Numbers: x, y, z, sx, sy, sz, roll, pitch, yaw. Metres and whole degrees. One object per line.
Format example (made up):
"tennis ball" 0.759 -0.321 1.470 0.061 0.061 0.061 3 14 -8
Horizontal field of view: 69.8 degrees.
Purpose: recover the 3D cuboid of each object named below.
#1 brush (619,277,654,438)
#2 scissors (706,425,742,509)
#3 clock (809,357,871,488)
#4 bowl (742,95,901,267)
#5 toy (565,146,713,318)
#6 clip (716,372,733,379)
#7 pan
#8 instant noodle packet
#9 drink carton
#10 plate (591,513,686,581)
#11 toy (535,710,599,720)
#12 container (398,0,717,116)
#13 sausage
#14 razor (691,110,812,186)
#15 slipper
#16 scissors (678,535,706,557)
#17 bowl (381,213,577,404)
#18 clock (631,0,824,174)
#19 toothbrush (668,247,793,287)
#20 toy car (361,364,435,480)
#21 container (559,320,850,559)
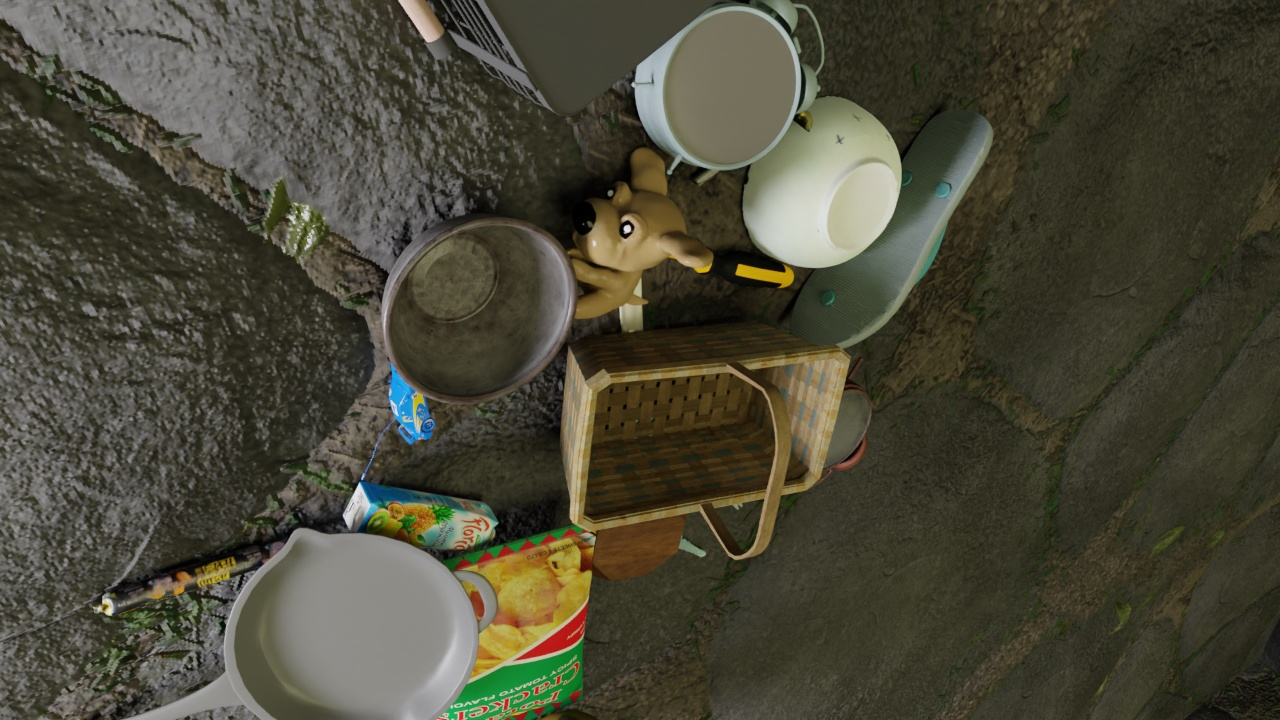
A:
"brush" -0.005 0.005 0.827 0.033 0.012 0.218 -20 127 -23
"scissors" 0.073 0.117 0.951 0.137 0.019 0.130 4 125 -29
"clock" 0.179 0.068 0.955 0.120 0.072 0.158 -21 128 -23
"bowl" 0.171 -0.147 0.807 0.153 0.073 0.154 -17 126 -25
"toy" -0.014 -0.085 0.703 0.105 0.134 0.108 7 134 -35
"clip" 0.094 -0.006 0.891 0.047 0.039 0.053 -14 124 -23
"pan" -0.286 0.243 0.732 0.354 0.024 0.216 -20 109 -5
"instant noodle packet" -0.135 0.266 0.851 0.195 0.090 0.253 -12 126 -26
"drink carton" -0.180 0.133 0.767 0.128 0.038 0.044 19 107 -41
"plate" -0.006 0.172 0.914 0.131 0.025 0.131 -13 126 -19
"toy" -0.090 0.437 0.926 0.204 0.162 0.198 -51 178 31
"container" -0.035 -0.279 0.532 0.241 0.130 0.163 -41 134 -6
"sausage" -0.327 0.160 0.694 0.155 0.020 0.020 -14 126 -27
"razor" 0.088 -0.179 0.758 0.106 0.042 0.026 -36 137 3
"slipper" 0.247 -0.111 0.868 0.054 0.098 0.269 29 98 -42
"scissors" 0.031 0.191 0.973 0.063 0.015 0.138 -50 129 0
"bowl" -0.125 -0.046 0.667 0.144 0.067 0.145 -18 128 -25
"clock" 0.071 -0.213 0.694 0.159 0.045 0.122 -30 120 -9
"toothbrush" 0.058 -0.086 0.800 0.196 0.031 0.031 6 106 -33
"toy car" -0.193 0.043 0.699 0.061 0.033 0.092 -26 131 -28
"container" 0.063 0.063 0.769 0.249 0.186 0.158 -6 120 -25
